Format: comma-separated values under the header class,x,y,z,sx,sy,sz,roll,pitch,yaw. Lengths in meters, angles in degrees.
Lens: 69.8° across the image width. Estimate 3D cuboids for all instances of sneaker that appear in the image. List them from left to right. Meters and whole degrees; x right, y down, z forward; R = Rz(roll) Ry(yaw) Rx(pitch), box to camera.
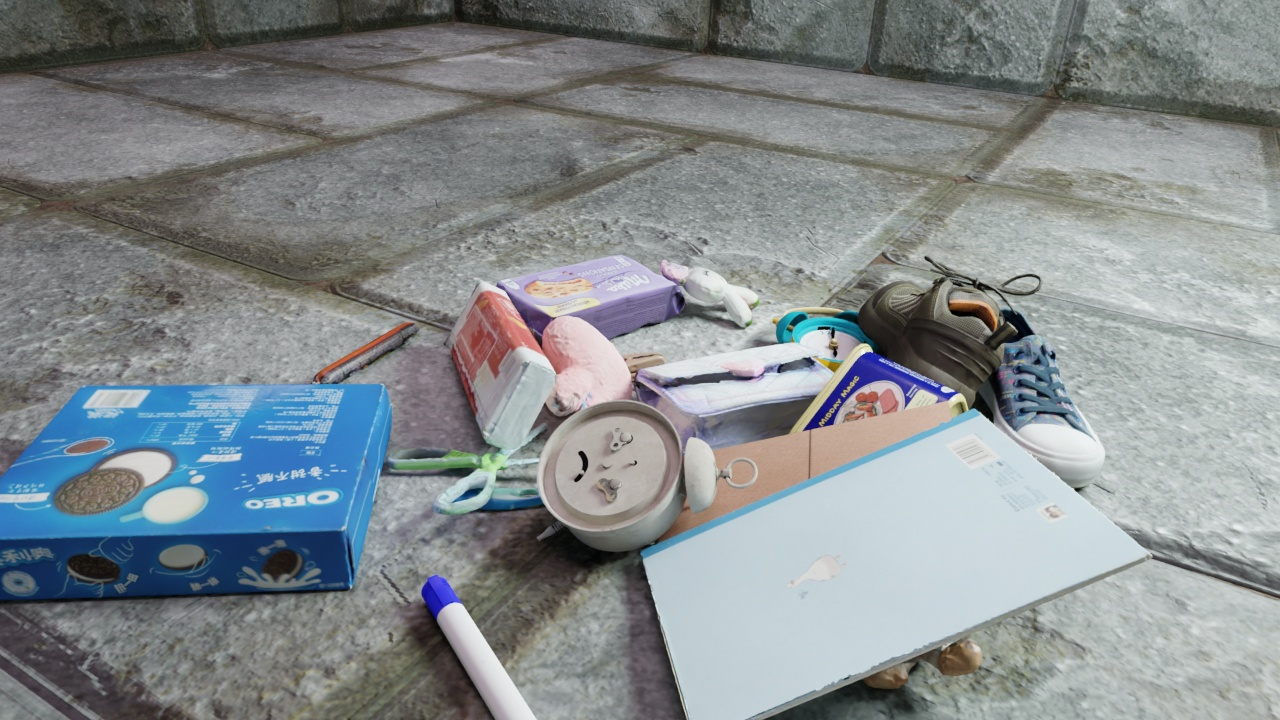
class,x,y,z,sx,sy,sz,roll,pitch,yaw
sneaker,0.285,-0.050,0.856,0.101,0.143,0.237,32,24,-11
sneaker,0.352,0.025,0.814,0.087,0.079,0.235,5,27,4

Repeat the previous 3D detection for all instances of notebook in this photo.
class,x,y,z,sx,sy,sz,roll,pitch,yaw
notebook,0.116,0.090,0.641,0.209,0.008,0.141,-14,26,19
notebook,0.130,0.116,0.549,0.253,0.009,0.181,-23,23,0

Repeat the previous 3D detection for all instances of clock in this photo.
class,x,y,z,sx,sy,sz,roll,pitch,yaw
clock,0.005,0.085,0.648,0.157,0.061,0.103,-4,53,15
clock,0.191,-0.018,0.930,0.099,0.044,0.129,-1,34,-7

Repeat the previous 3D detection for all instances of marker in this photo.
class,x,y,z,sx,sy,sz,roll,pitch,yaw
marker,-0.095,0.174,0.537,0.020,0.020,0.141,-14,31,-29

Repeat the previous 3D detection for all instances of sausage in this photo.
class,x,y,z,sx,sy,sz,roll,pitch,yaw
sausage,-0.261,-0.007,0.885,0.020,0.020,0.154,14,28,20

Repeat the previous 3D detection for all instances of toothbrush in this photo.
class,x,y,z,sx,sy,sz,roll,pitch,yaw
toothbrush,-0.076,0.101,0.693,0.135,0.017,0.022,-5,30,-7

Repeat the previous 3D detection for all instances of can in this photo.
class,x,y,z,sx,sy,sz,roll,pitch,yaw
can,0.184,0.056,0.714,0.092,0.056,0.116,31,76,39

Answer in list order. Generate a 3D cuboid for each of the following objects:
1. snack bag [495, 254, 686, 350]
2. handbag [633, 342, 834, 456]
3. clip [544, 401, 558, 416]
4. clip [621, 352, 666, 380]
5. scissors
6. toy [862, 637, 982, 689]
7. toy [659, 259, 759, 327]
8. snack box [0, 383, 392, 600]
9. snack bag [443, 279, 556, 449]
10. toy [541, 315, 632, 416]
class,x,y,z,sx,sy,sz,roll,pitch,yaw
snack bag,-0.052,-0.059,0.968,0.204,0.058,0.096,-17,37,-40
handbag,0.085,0.028,0.799,0.158,0.069,0.126,-8,27,-15
clip,-0.074,0.021,0.856,0.055,0.045,0.101,-16,32,-20
clip,-0.007,0.007,0.877,0.059,0.026,0.052,16,31,27
scissors,-0.114,0.082,0.712,0.171,0.023,0.172,-4,12,2
toy,0.170,0.143,0.556,0.085,0.074,0.105,-25,13,31
toy,0.077,-0.081,1.016,0.122,0.038,0.079,25,19,-6
snack box,-0.311,0.084,0.657,0.238,0.056,0.195,0,27,-7
snack bag,-0.128,-0.003,0.806,0.041,0.077,0.225,26,10,-25
toy,-0.048,0.018,0.785,0.053,0.108,0.104,-22,33,25
